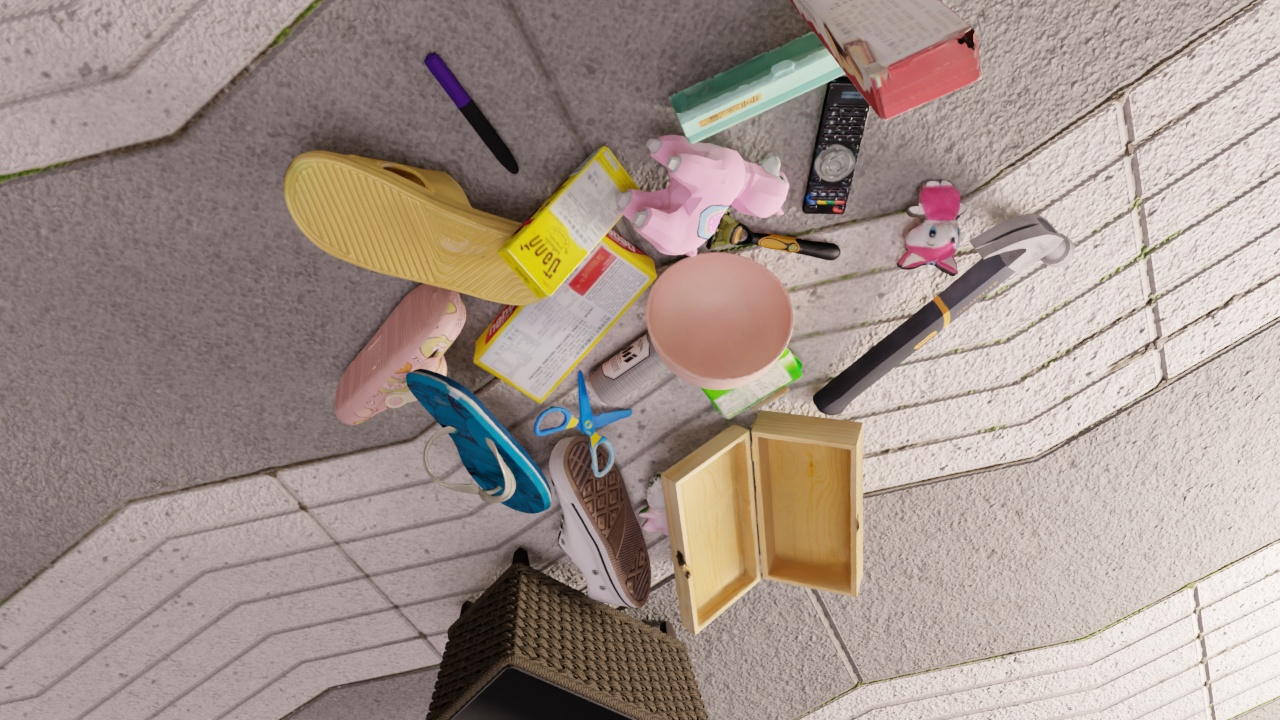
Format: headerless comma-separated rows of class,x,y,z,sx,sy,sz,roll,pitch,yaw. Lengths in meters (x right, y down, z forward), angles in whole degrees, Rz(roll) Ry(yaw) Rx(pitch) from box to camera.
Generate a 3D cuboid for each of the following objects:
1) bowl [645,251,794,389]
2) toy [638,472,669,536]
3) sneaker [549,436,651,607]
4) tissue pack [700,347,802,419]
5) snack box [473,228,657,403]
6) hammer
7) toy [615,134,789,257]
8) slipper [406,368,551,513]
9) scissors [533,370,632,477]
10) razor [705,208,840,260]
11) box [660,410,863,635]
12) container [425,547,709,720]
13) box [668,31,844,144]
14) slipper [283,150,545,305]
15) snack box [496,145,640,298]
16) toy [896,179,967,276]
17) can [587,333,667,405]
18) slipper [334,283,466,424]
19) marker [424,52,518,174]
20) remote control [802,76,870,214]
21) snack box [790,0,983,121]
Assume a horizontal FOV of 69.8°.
bowl,0.079,-0.029,0.946,0.153,0.152,0.076,-5,150,-3
toy,0.041,0.176,1.128,0.095,0.041,0.109,15,126,-15
sneaker,-0.068,0.198,1.114,0.097,0.091,0.245,-4,124,28
tissue pack,0.114,0.008,1.027,0.114,0.034,0.099,-32,118,15
snack box,-0.081,-0.051,0.961,0.092,0.042,0.201,33,114,-24
hammer,0.316,-0.040,1.000,0.139,0.035,0.313,12,133,-47
toy,0.065,-0.155,0.877,0.157,0.067,0.123,13,118,-37
slipper,-0.172,0.110,0.978,0.118,0.060,0.295,12,150,23
scissors,-0.061,0.074,1.036,0.125,0.013,0.127,-14,104,-28
razor,0.142,-0.124,0.953,0.144,0.021,0.044,8,122,-14
box,0.149,0.191,1.104,0.252,0.118,0.248,-15,123,-10
container,-0.087,0.399,1.160,0.321,0.204,0.177,33,114,-25
box,0.119,-0.245,0.800,0.187,0.138,0.055,-23,116,9
slipper,-0.202,-0.128,0.875,0.263,0.078,0.100,18,120,-18
snack box,-0.064,-0.131,0.864,0.061,0.026,0.148,49,66,-23
toy,0.306,-0.133,0.949,0.065,0.050,0.102,-1,118,0
can,-0.006,0.006,1.006,0.107,0.044,0.044,-34,121,16
slipper,-0.239,0.005,0.957,0.198,0.093,0.081,-42,129,21
marker,-0.154,-0.226,0.851,0.015,0.018,0.134,-40,121,-4
remote control,0.192,-0.208,0.902,0.045,0.021,0.141,1,128,-6
snack box,0.171,-0.270,0.705,0.077,0.272,0.044,-22,130,8
